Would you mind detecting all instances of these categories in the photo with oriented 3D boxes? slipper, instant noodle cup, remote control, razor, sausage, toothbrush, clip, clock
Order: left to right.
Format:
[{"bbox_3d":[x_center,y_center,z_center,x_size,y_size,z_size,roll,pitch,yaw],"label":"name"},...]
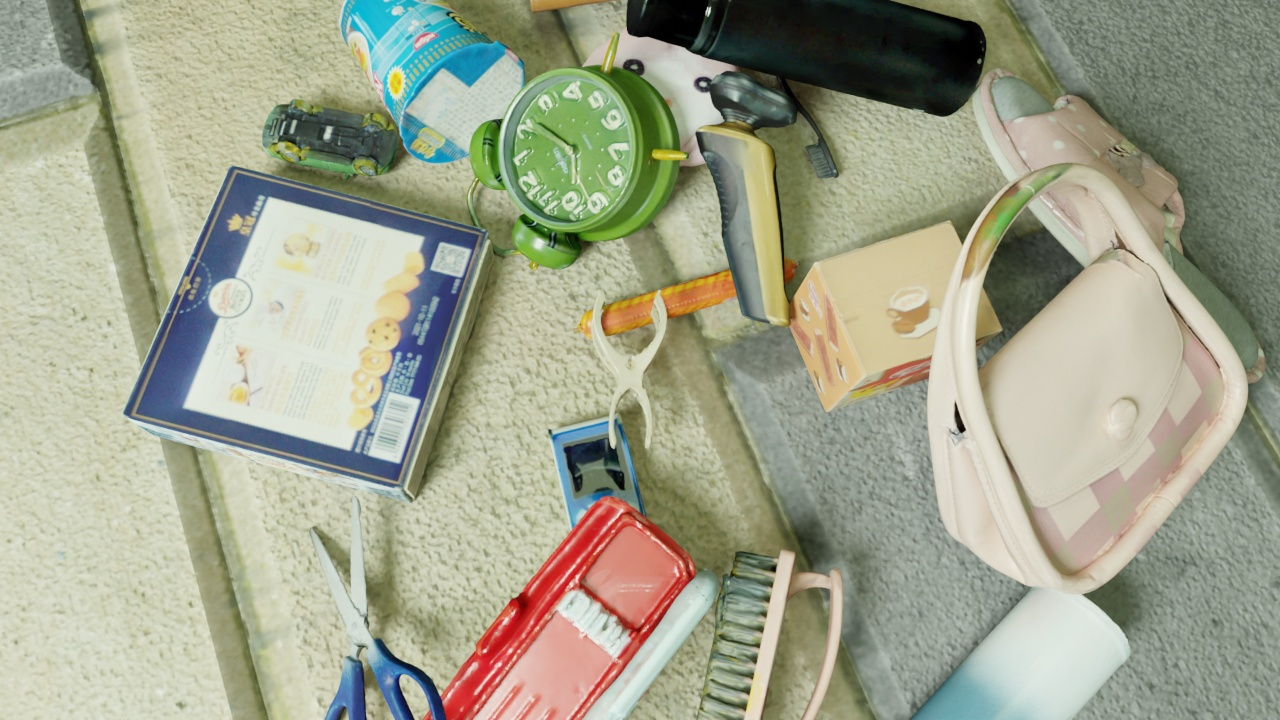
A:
[{"bbox_3d":[-0.150,-0.210,0.637,0.099,0.099,0.110,-36,69,-12],"label":"instant noodle cup"},{"bbox_3d":[-0.050,-0.129,0.610,0.162,0.056,0.116,-32,83,25],"label":"clock"},{"bbox_3d":[-0.022,0.097,0.579,0.049,0.024,0.125,-12,75,-7],"label":"remote control"},{"bbox_3d":[0.006,0.000,0.583,0.086,0.035,0.104,-19,77,-10],"label":"clip"},{"bbox_3d":[0.033,-0.043,0.626,0.165,0.021,0.021,-17,74,-8],"label":"sausage"},{"bbox_3d":[0.076,-0.103,0.599,0.068,0.062,0.167,-8,91,7],"label":"razor"},{"bbox_3d":[0.102,-0.213,0.687,0.017,0.014,0.189,-27,74,13],"label":"toothbrush"},{"bbox_3d":[0.330,-0.100,0.622,0.113,0.055,0.274,-26,76,-41],"label":"slipper"}]

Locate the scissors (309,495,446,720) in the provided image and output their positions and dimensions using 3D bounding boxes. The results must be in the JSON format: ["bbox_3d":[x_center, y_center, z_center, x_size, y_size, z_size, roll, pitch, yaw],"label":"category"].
[{"bbox_3d":[-0.164,0.173,0.537,0.162,0.012,0.163,26,97,36],"label":"scissors"}]

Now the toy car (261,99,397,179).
[{"bbox_3d":[-0.214,-0.152,0.640,0.091,0.036,0.043,10,72,1],"label":"toy car"}]

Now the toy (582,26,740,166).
[{"bbox_3d":[0.019,-0.209,0.663,0.121,0.054,0.159,13,65,1],"label":"toy"}]

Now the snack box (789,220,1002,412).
[{"bbox_3d":[0.157,-0.025,0.587,0.092,0.094,0.077,-17,75,-8],"label":"snack box"}]

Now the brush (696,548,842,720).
[{"bbox_3d":[0.074,0.186,0.536,0.073,0.063,0.145,11,73,12],"label":"brush"}]

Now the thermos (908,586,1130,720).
[{"bbox_3d":[0.188,0.224,0.528,0.220,0.070,0.070,-41,79,-14],"label":"thermos"}]

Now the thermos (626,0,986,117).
[{"bbox_3d":[0.113,-0.235,0.637,0.242,0.069,0.089,9,42,-15],"label":"thermos"}]

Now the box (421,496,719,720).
[{"bbox_3d":[-0.049,0.174,0.501,0.095,0.100,0.201,38,84,9],"label":"box"}]

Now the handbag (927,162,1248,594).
[{"bbox_3d":[0.241,-0.002,0.526,0.193,0.093,0.234,-40,119,-15],"label":"handbag"}]

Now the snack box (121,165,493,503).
[{"bbox_3d":[-0.207,-0.019,0.595,0.182,0.046,0.177,15,73,2],"label":"snack box"}]

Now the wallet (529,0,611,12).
[{"bbox_3d":[-0.023,-0.313,0.688,0.130,0.035,0.118,-9,54,0],"label":"wallet"}]
